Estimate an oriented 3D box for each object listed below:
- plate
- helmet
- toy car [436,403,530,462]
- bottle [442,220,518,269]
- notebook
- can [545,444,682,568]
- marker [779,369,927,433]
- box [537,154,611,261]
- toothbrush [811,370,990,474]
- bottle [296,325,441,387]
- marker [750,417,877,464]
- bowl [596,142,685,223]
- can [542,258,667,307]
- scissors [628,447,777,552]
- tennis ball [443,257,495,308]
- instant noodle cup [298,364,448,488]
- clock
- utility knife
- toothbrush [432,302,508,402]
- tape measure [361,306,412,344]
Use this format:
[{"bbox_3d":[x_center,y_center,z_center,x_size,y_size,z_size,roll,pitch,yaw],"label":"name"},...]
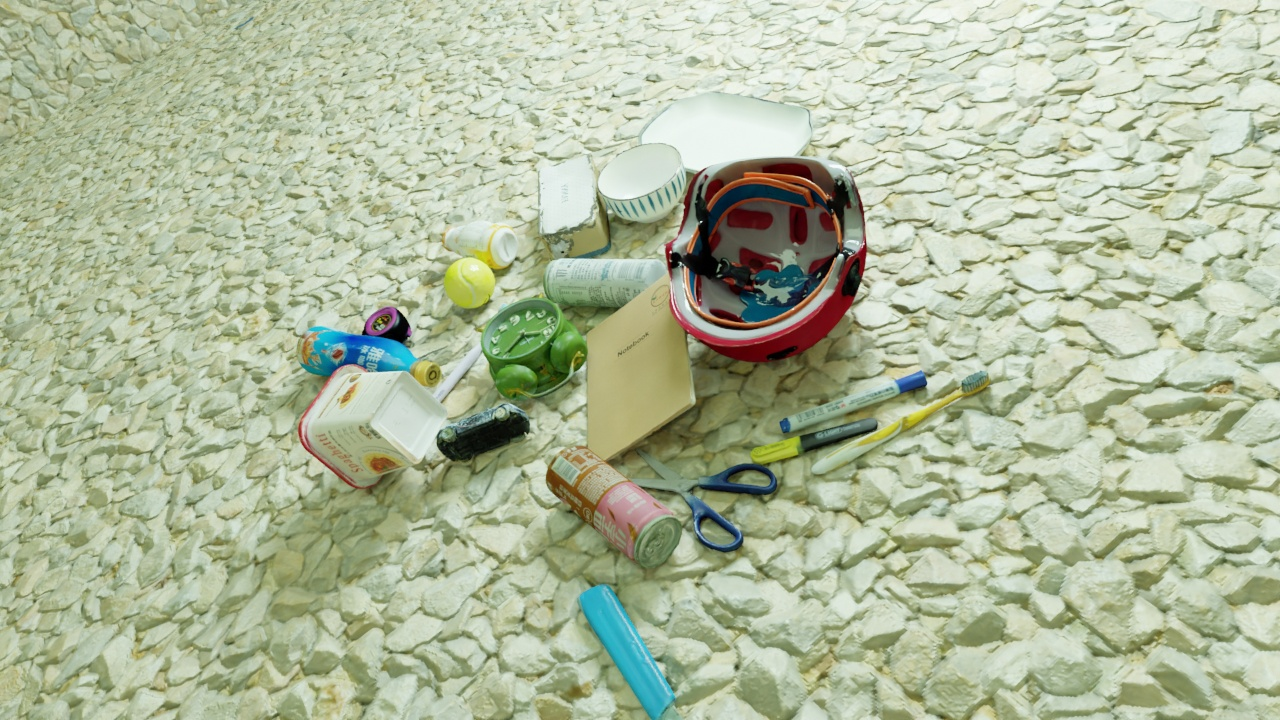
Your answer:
[{"bbox_3d":[0.115,-0.299,1.253,0.266,0.034,0.161,24,62,39],"label":"plate"},{"bbox_3d":[0.138,-0.089,0.962,0.207,0.144,0.239,5,65,29],"label":"helmet"},{"bbox_3d":[-0.172,0.077,1.007,0.105,0.049,0.031,-20,47,4],"label":"toy car"},{"bbox_3d":[-0.220,-0.160,1.249,0.108,0.063,0.063,12,54,33],"label":"bottle"},{"bbox_3d":[-0.006,0.006,0.985,0.148,0.008,0.207,-35,37,28],"label":"notebook"},{"bbox_3d":[-0.029,0.136,0.876,0.057,0.058,0.147,-42,45,-17],"label":"can"},{"bbox_3d":[0.206,0.041,0.891,0.146,0.017,0.016,-20,43,6],"label":"marker"},{"bbox_3d":[-0.092,-0.210,1.244,0.090,0.061,0.184,-14,42,10],"label":"box"},{"bbox_3d":[0.243,0.058,0.856,0.191,0.018,0.016,-27,41,-2],"label":"toothbrush"},{"bbox_3d":[-0.337,0.002,1.145,0.219,0.065,0.065,11,54,31],"label":"bottle"},{"bbox_3d":[0.166,0.076,0.877,0.124,0.015,0.018,-17,41,7],"label":"marker"},{"bbox_3d":[0.008,-0.225,1.206,0.116,0.066,0.116,-13,45,14],"label":"bowl"},{"bbox_3d":[-0.042,-0.093,1.106,0.147,0.058,0.058,4,50,28],"label":"can"},{"bbox_3d":[0.050,0.129,0.881,0.163,0.012,0.160,-16,43,12],"label":"scissors"},{"bbox_3d":[-0.222,-0.100,1.190,0.065,0.065,0.065,-13,44,13],"label":"tennis ball"},{"bbox_3d":[-0.287,0.068,1.003,0.124,0.116,0.116,-10,42,40],"label":"instant noodle cup"},{"bbox_3d":[-0.124,-0.010,1.065,0.116,0.056,0.161,-31,43,-5],"label":"clock"},{"bbox_3d":[-0.002,0.259,0.772,0.034,0.018,0.187,-41,44,0],"label":"utility knife"},{"bbox_3d":[-0.212,0.004,1.120,0.188,0.029,0.021,-54,10,-26],"label":"toothbrush"},{"bbox_3d":[-0.331,-0.039,1.202,0.057,0.039,0.057,8,57,31],"label":"tape measure"}]
